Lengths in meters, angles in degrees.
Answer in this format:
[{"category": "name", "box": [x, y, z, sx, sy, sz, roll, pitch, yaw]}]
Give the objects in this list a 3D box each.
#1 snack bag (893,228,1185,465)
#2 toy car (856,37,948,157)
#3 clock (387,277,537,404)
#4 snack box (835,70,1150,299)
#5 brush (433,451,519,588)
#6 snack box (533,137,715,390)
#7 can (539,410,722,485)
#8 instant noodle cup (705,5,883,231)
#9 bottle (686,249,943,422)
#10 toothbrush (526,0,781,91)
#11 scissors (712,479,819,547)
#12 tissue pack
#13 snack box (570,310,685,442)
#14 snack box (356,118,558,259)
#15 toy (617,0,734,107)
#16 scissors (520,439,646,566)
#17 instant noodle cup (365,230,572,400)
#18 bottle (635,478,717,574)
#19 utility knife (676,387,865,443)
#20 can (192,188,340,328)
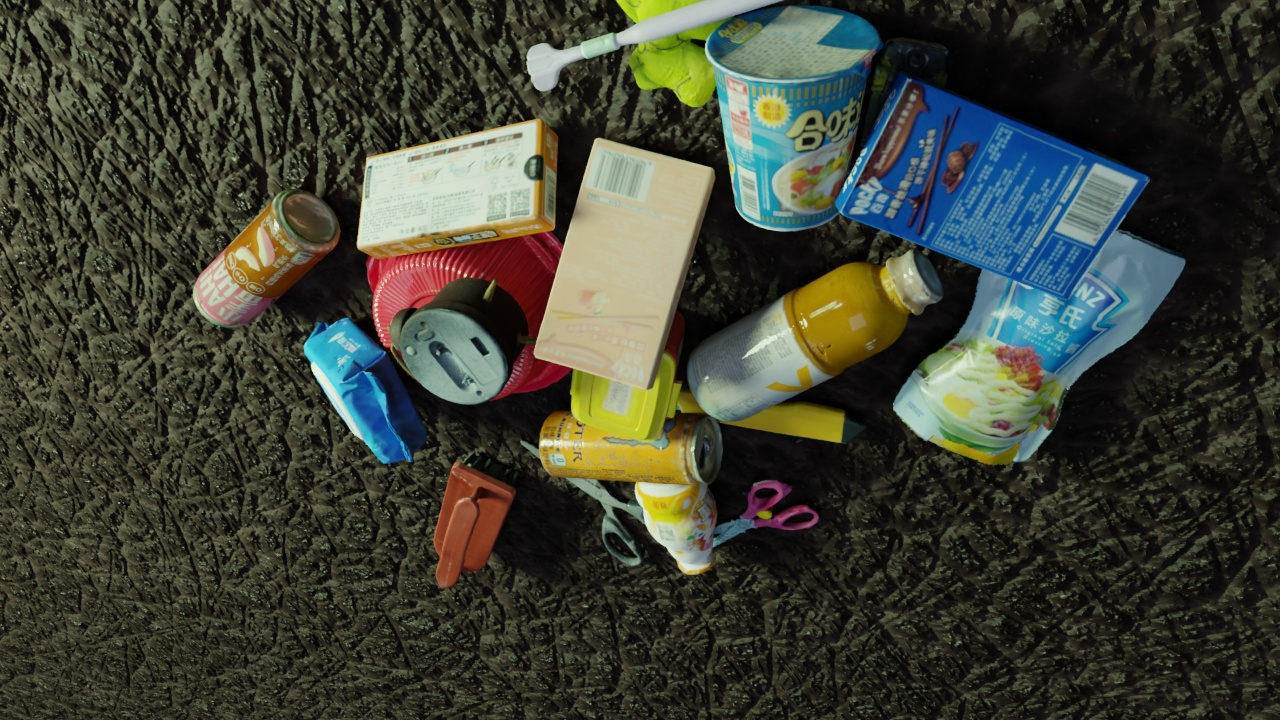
[{"category": "snack bag", "box": [0.262, -0.012, 0.623, 0.110, 0.038, 0.191, 28, 126, 5]}, {"category": "toy car", "box": [0.158, -0.148, 0.557, 0.042, 0.035, 0.091, 13, 126, 12]}, {"category": "clock", "box": [-0.135, -0.011, 0.667, 0.122, 0.055, 0.082, -21, 117, 32]}, {"category": "snack box", "box": [0.204, -0.100, 0.539, 0.157, 0.026, 0.085, 19, 117, -9]}, {"category": "brush", "box": [-0.166, 0.160, 0.880, 0.063, 0.069, 0.146, 25, 130, 1]}, {"category": "snack box", "box": [-0.011, -0.065, 0.630, 0.084, 0.026, 0.157, 17, 94, 7]}, {"category": "can", "box": [-0.010, 0.071, 0.756, 0.146, 0.058, 0.058, -1, 125, 28]}, {"category": "instant noodle cup", "box": [0.090, -0.141, 0.554, 0.099, 0.099, 0.110, 7, 134, 14]}, {"category": "bottle", "box": [0.119, -0.018, 0.647, 0.190, 0.067, 0.068, -30, 111, 34]}, {"category": "toothbrush", "box": [0.020, -0.197, 0.539, 0.189, 0.021, 0.029, -11, 96, 21]}, {"category": "scissors", "box": [0.101, 0.149, 0.816, 0.077, 0.017, 0.138, 30, 134, -15]}, {"category": "tissue pack", "box": [-0.236, 0.023, 0.774, 0.157, 0.052, 0.095, 29, 146, 53]}, {"category": "snack box", "box": [-0.004, 0.004, 0.700, 0.082, 0.079, 0.091, 17, 129, 8]}, {"category": "snack box", "box": [-0.133, -0.121, 0.658, 0.154, 0.075, 0.026, -6, 163, 23]}, {"category": "toy", "box": [0.024, -0.209, 0.562, 0.096, 0.031, 0.100, 20, 133, -3]}, {"category": "scissors", "box": [-0.031, 0.127, 0.847, 0.171, 0.014, 0.160, 9, 126, 15]}, {"category": "instant noodle cup", "box": [-0.140, -0.036, 0.729, 0.194, 0.065, 0.194, 10, 128, 13]}, {"category": "bottle", "box": [0.036, 0.135, 0.794, 0.063, 0.063, 0.108, -4, 124, 22]}, {"category": "utility knife", "box": [0.082, 0.038, 0.736, 0.193, 0.015, 0.033, 9, 128, 14]}, {"category": "can", "box": [-0.310, -0.082, 0.759, 0.148, 0.057, 0.058, -30, 111, 34]}]
